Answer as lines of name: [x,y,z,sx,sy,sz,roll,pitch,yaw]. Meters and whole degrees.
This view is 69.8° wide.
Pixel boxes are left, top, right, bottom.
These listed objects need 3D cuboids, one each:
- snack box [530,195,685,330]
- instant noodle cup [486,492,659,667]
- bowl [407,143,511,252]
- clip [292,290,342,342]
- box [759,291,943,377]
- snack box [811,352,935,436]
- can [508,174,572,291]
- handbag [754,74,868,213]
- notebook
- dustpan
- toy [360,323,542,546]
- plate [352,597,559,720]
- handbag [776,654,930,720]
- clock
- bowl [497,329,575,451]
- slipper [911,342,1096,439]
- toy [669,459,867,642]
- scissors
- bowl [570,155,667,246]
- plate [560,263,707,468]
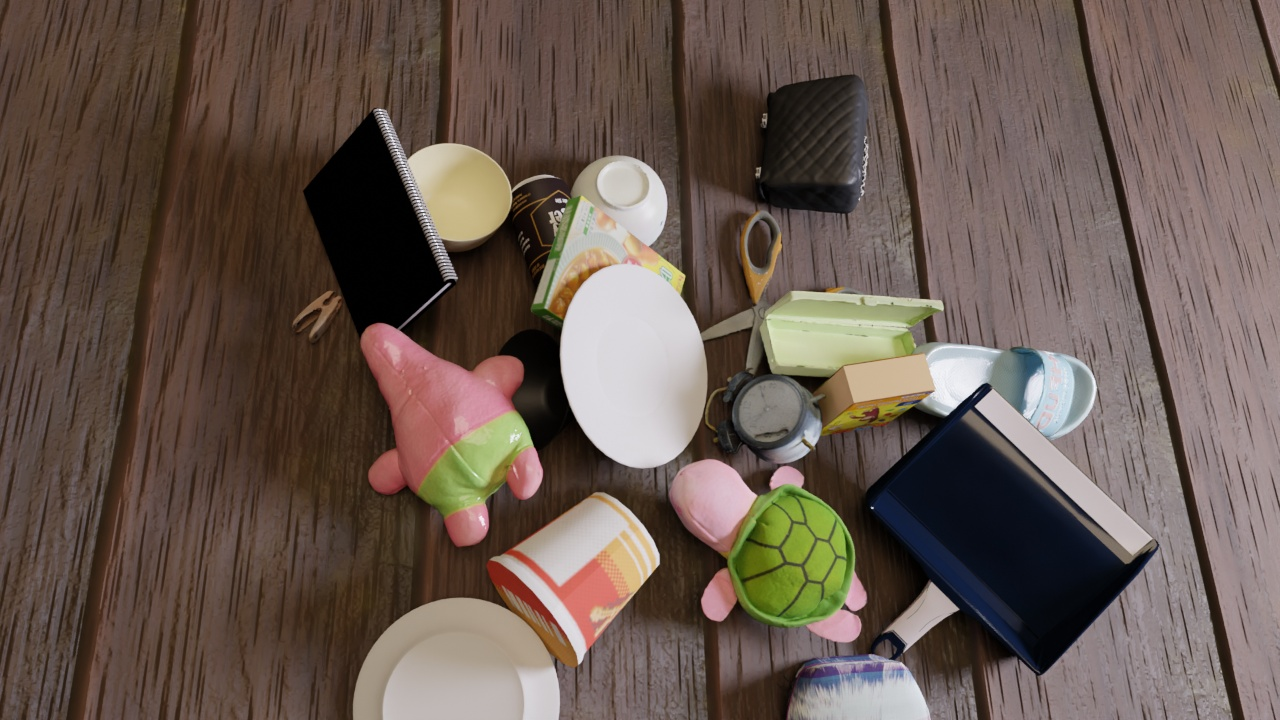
snack box: [-0.028,-0.072,0.960,0.168,0.027,0.131,33,63,-38]
instant noodle cup: [-0.057,0.198,0.865,0.120,0.124,0.123,-38,80,-27]
bowl: [-0.202,-0.162,0.985,0.118,0.074,0.117,6,66,-15]
clip: [-0.331,-0.044,0.952,0.062,0.024,0.045,-40,81,-23]
box: [0.227,-0.019,0.991,0.188,0.092,0.083,2,76,-16]
snack box: [0.235,0.038,0.959,0.088,0.126,0.040,-8,72,-12]
can: [-0.095,-0.132,0.996,0.071,0.072,0.128,-17,74,-15]
handbag: [0.204,-0.246,1.092,0.125,0.115,0.153,3,72,17]
notebook: [-0.271,-0.130,0.940,0.016,0.149,0.206,-5,65,-54]
dustpan: [0.338,0.202,0.929,0.236,0.080,0.273,45,105,8]
toy: [-0.195,0.058,0.896,0.192,0.097,0.236,-39,81,-1]
plate: [-0.169,0.314,0.837,0.188,0.016,0.188,0,77,-1]
handbag: [0.207,0.372,0.873,0.144,0.068,0.169,-3,78,-2]
clock: [0.129,0.058,0.965,0.130,0.052,0.090,5,73,30]
bowl: [-0.095,0.033,0.934,0.052,0.124,0.124,6,64,-47]
slipper: [0.398,0.032,0.993,0.245,0.074,0.104,8,89,-20]
toy: [0.130,0.183,0.912,0.238,0.088,0.189,40,64,-1]
scissors: [0.161,-0.063,1.042,0.225,0.016,0.225,13,71,-4]
bowl: [-0.022,-0.182,1.031,0.113,0.063,0.113,3,71,-8]
plate: [-0.006,0.006,0.937,0.208,0.015,0.208,11,75,-44]
